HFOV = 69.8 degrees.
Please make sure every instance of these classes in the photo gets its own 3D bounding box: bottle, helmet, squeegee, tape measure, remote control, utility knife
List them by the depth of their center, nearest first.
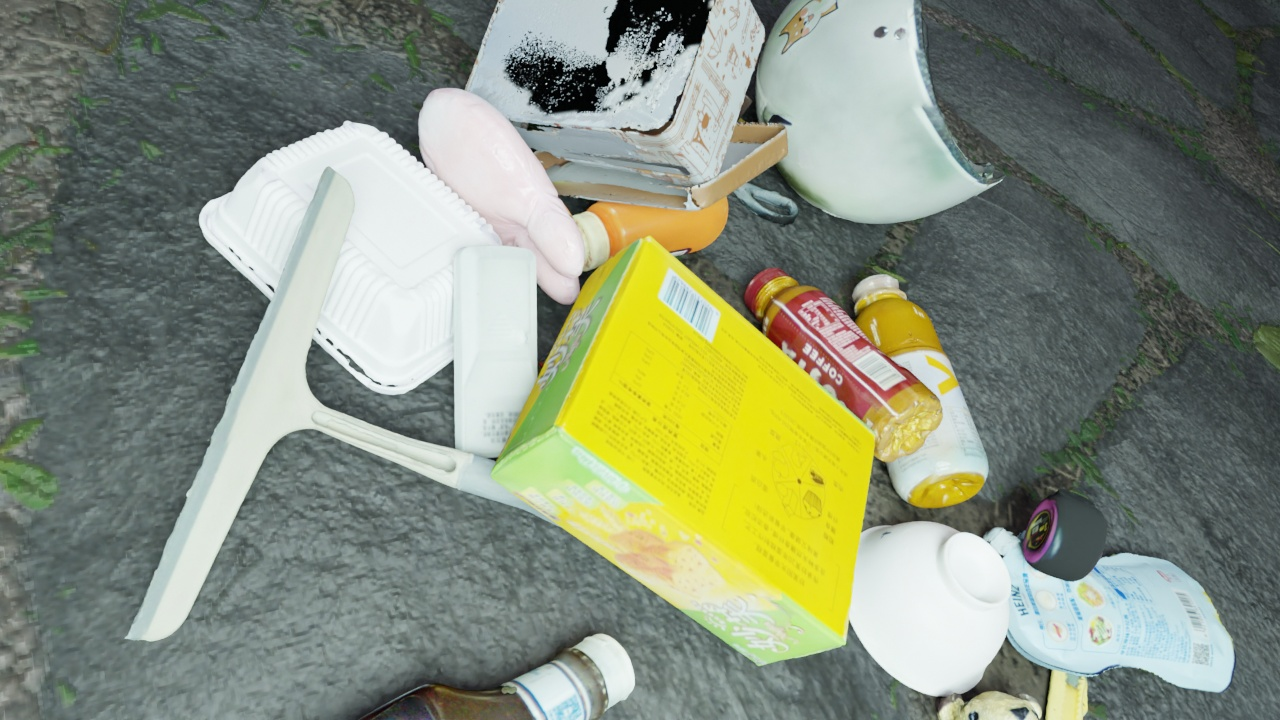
[{"bbox_3d":[-0.084,0.185,0.420,0.194,0.044,0.080,-21,67,-40],"label":"bottle"},{"bbox_3d":[-0.103,0.057,0.507,0.246,0.039,0.246,23,70,-24],"label":"squeegee"},{"bbox_3d":[-0.084,-0.005,0.542,0.049,0.024,0.125,-2,94,-29],"label":"remote control"},{"bbox_3d":[0.257,0.271,0.564,0.031,0.022,0.215,30,50,3],"label":"utility knife"},{"bbox_3d":[0.292,0.122,0.628,0.039,0.057,0.057,21,39,4],"label":"tape measure"},{"bbox_3d":[0.138,-0.005,0.660,0.057,0.058,0.175,-6,41,-33],"label":"bottle"},{"bbox_3d":[-0.005,-0.100,0.682,0.149,0.067,0.066,-23,68,-32],"label":"bottle"},{"bbox_3d":[0.202,0.017,0.694,0.068,0.068,0.189,9,51,-23],"label":"bottle"},{"bbox_3d":[0.184,-0.222,0.805,0.230,0.157,0.273,48,20,-35],"label":"helmet"}]

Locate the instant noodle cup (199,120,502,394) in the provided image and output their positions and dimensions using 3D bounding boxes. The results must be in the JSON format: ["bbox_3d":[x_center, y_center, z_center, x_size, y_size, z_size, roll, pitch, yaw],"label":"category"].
[{"bbox_3d":[-0.166,-0.077,0.571,0.173,0.061,0.137,40,46,7],"label":"instant noodle cup"}]

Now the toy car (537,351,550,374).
[{"bbox_3d":[-0.004,0.004,0.611,0.157,0.042,0.070,-27,72,-43],"label":"toy car"}]

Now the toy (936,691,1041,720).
[{"bbox_3d":[0.216,0.260,0.510,0.105,0.066,0.157,2,44,-7],"label":"toy"}]

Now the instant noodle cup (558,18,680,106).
[{"bbox_3d":[-0.029,-0.293,0.790,0.116,0.117,0.124,-29,83,-41],"label":"instant noodle cup"}]

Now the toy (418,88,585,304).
[{"bbox_3d":[-0.089,-0.107,0.604,0.054,0.121,0.159,-38,83,-17],"label":"toy"}]

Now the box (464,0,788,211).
[{"bbox_3d":[0.002,-0.176,0.660,0.182,0.152,0.174,15,-6,30],"label":"box"}]

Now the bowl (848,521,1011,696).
[{"bbox_3d":[0.196,0.147,0.590,0.118,0.065,0.118,15,49,-18],"label":"bowl"}]

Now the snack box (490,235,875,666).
[{"bbox_3d":[0.037,0.054,0.532,0.210,0.070,0.157,39,46,-19],"label":"snack box"}]

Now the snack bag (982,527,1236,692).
[{"bbox_3d":[0.333,0.178,0.661,0.191,0.039,0.110,12,52,-17],"label":"snack bag"}]

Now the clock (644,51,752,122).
[{"bbox_3d":[0.044,-0.218,0.759,0.082,0.055,0.121,43,16,16],"label":"clock"}]

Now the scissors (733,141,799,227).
[{"bbox_3d":[0.063,-0.166,0.804,0.159,0.014,0.178,45,50,12],"label":"scissors"}]
